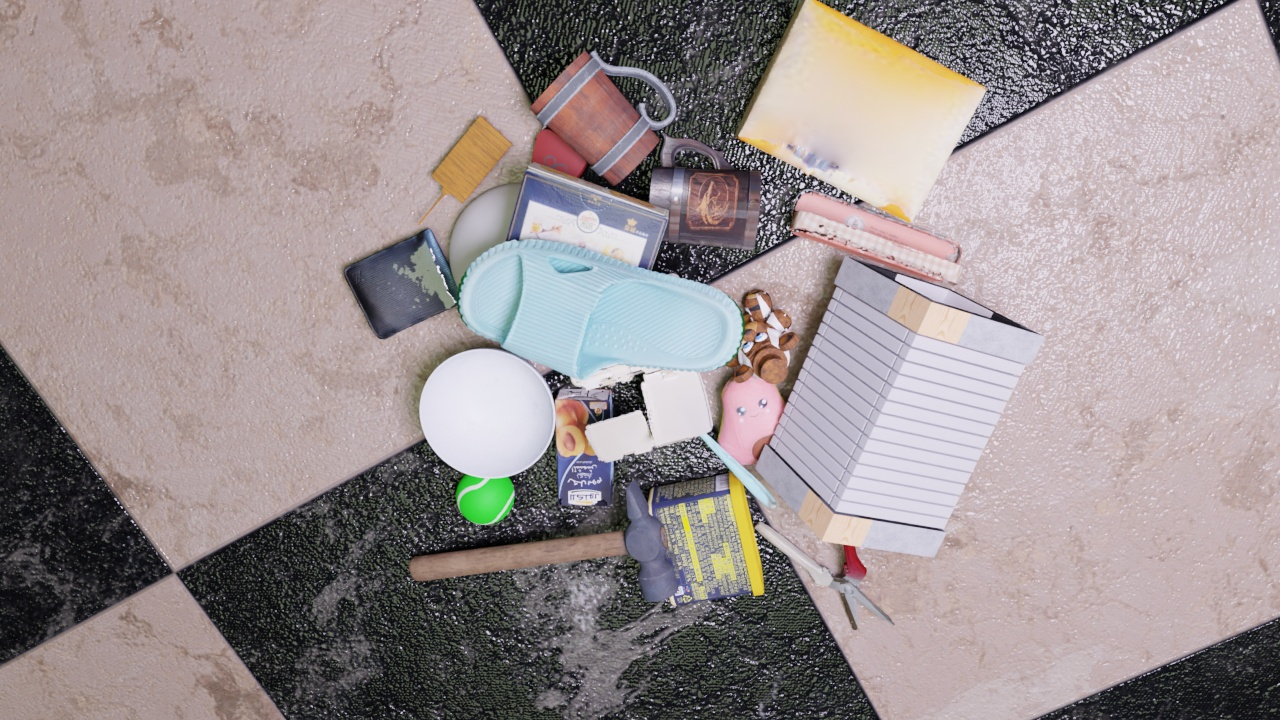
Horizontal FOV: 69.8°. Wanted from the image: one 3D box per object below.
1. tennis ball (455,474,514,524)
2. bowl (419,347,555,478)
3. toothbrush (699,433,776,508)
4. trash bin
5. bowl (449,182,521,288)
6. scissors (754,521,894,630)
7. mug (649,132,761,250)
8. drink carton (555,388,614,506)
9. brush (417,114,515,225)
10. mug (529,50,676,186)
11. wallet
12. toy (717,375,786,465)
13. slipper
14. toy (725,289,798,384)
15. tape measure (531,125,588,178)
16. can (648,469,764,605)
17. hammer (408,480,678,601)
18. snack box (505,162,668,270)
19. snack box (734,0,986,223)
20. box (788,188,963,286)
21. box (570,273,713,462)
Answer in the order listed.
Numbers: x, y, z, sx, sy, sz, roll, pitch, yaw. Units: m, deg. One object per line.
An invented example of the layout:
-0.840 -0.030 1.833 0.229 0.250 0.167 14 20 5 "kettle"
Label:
-0.175 0.152 1.035 0.065 0.065 0.065 1 106 2 "tennis ball"
-0.160 0.048 1.000 0.144 0.074 0.144 1 106 2 "bowl"
0.080 0.095 0.998 0.180 0.016 0.016 44 119 13 "toothbrush"
0.250 0.048 0.922 0.142 0.142 0.247 13 108 -25 "trash bin"
-0.132 -0.111 0.952 0.149 0.043 0.149 0 93 7 "bowl"
0.215 0.232 1.052 0.179 0.015 0.199 15 129 16 "scissors"
0.065 -0.173 0.933 0.107 0.080 0.115 5 78 2 "mug"
-0.062 0.099 1.028 0.064 0.040 0.130 1 106 3 "drink carton"
-0.189 -0.194 0.961 0.048 0.017 0.126 41 104 -9 "brush"
-0.031 -0.250 0.914 0.111 0.081 0.117 44 79 -13 "mug"
-0.257 -0.081 0.993 0.115 0.026 0.089 -24 102 9 "wallet"
0.122 0.061 1.002 0.090 0.051 0.110 -17 109 11 "toy"
-0.038 -0.042 0.858 0.276 0.069 0.116 11 108 -1 "slipper"
0.122 -0.017 0.953 0.087 0.112 0.067 -37 113 11 "toy"
-0.090 -0.206 0.953 0.059 0.019 0.051 38 106 -1 "tape measure"
0.074 0.201 1.035 0.104 0.075 0.135 -12 105 8 "can"
-0.123 0.217 1.033 0.322 0.040 0.129 -11 101 20 "hammer"
-0.061 -0.100 0.897 0.144 0.042 0.145 19 110 -1 "snack box"
0.211 -0.240 0.896 0.195 0.080 0.145 25 105 -5 "snack box"
0.245 -0.127 0.944 0.187 0.057 0.067 18 74 -4 "box"
-0.006 0.006 0.952 0.143 0.080 0.180 -17 80 7 "box"
